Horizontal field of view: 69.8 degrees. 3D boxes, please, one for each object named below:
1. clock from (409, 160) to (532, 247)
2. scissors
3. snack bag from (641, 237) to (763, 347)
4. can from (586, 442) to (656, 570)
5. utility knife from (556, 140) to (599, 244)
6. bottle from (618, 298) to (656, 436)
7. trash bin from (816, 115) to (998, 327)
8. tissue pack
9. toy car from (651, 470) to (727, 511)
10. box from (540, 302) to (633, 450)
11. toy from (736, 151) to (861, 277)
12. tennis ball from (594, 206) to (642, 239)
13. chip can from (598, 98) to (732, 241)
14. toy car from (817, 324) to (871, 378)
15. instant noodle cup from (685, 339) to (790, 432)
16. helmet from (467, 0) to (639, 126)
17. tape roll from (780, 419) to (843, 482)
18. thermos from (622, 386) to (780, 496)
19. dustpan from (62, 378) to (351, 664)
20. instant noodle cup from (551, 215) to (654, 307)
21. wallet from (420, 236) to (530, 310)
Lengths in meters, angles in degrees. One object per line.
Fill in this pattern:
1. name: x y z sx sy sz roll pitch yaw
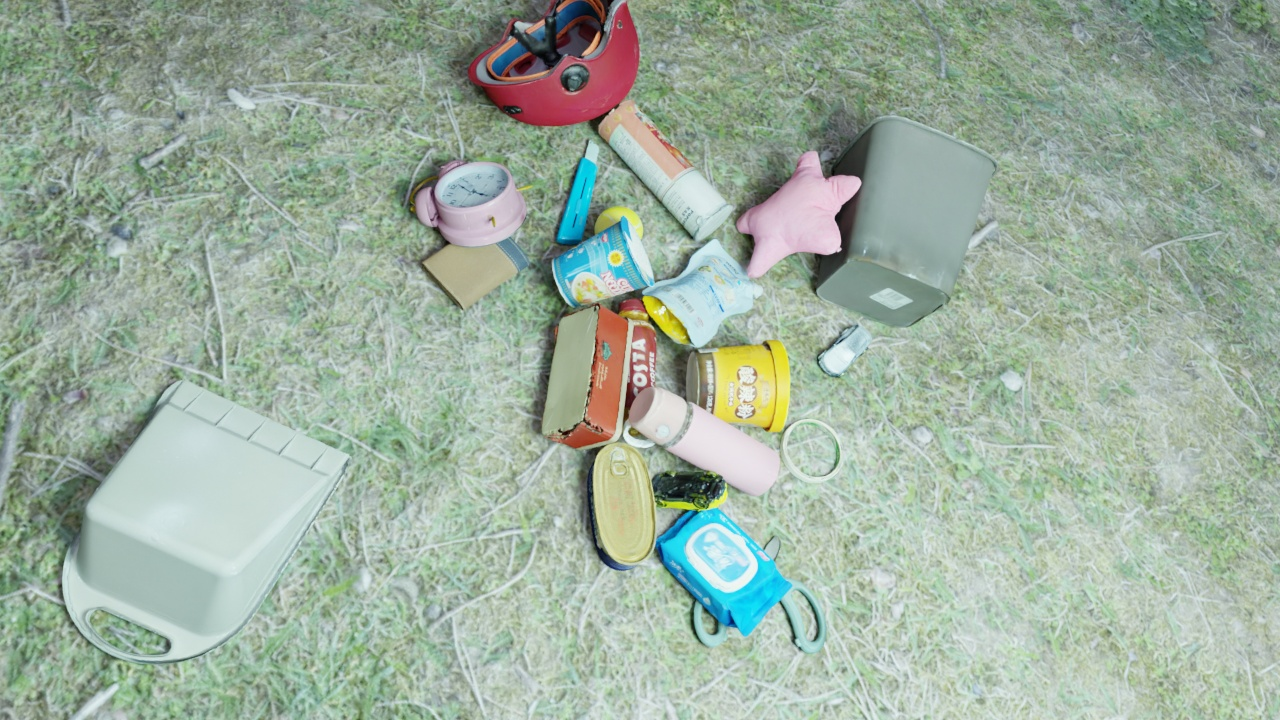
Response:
1. clock: -0.227 -0.209 1.191 0.159 0.060 0.117 14 52 23
2. scissors: 0.154 0.300 1.115 0.179 0.019 0.169 37 60 5
3. snack bag: 0.088 -0.092 1.237 0.110 0.039 0.190 40 45 12
4. can: -0.024 0.176 1.103 0.074 0.049 0.148 -3 68 -16
5. utility knife: -0.083 -0.236 1.281 0.034 0.018 0.178 15 63 -8
6. bottle: -0.007 0.007 1.175 0.057 0.058 0.174 4 67 -14
7. trash bin: 0.361 -0.184 1.288 0.198 0.199 0.219 20 70 -6
8. tissue pack: 0.097 0.243 1.089 0.094 0.052 0.157 -36 64 -24
9. toy car: 0.057 0.161 1.116 0.032 0.105 0.048 59 43 -35
10. box: -0.072 0.018 1.126 0.077 0.092 0.168 27 58 -38
11. toy: 0.214 -0.188 1.259 0.195 0.074 0.178 -45 43 10
12. tennis ball: -0.030 -0.176 1.243 0.065 0.066 0.065 5 66 -13
13. chip can: 0.033 -0.269 1.296 0.071 0.071 0.214 -37 81 -25
14. toy car: 0.286 -0.014 1.277 0.090 0.034 0.043 -41 86 -24
15. instant noodle cup: 0.121 0.032 1.171 0.114 0.119 0.118 1 67 -6
16. helmet: -0.104 -0.399 1.268 0.240 0.144 0.207 -37 42 -7
17. tape roll: 0.227 0.120 1.214 0.085 0.014 0.085 6 67 -13
18. thermos: 0.071 0.104 1.121 0.198 0.087 0.067 29 30 -26
19. dustpan: -0.486 0.185 1.000 0.222 0.143 0.257 26 34 -3
20. instant noodle cup: -0.051 -0.120 1.185 0.110 0.099 0.099 -22 71 14
21. wallet: -0.213 -0.126 1.192 0.115 0.033 0.090 -40 79 -25
